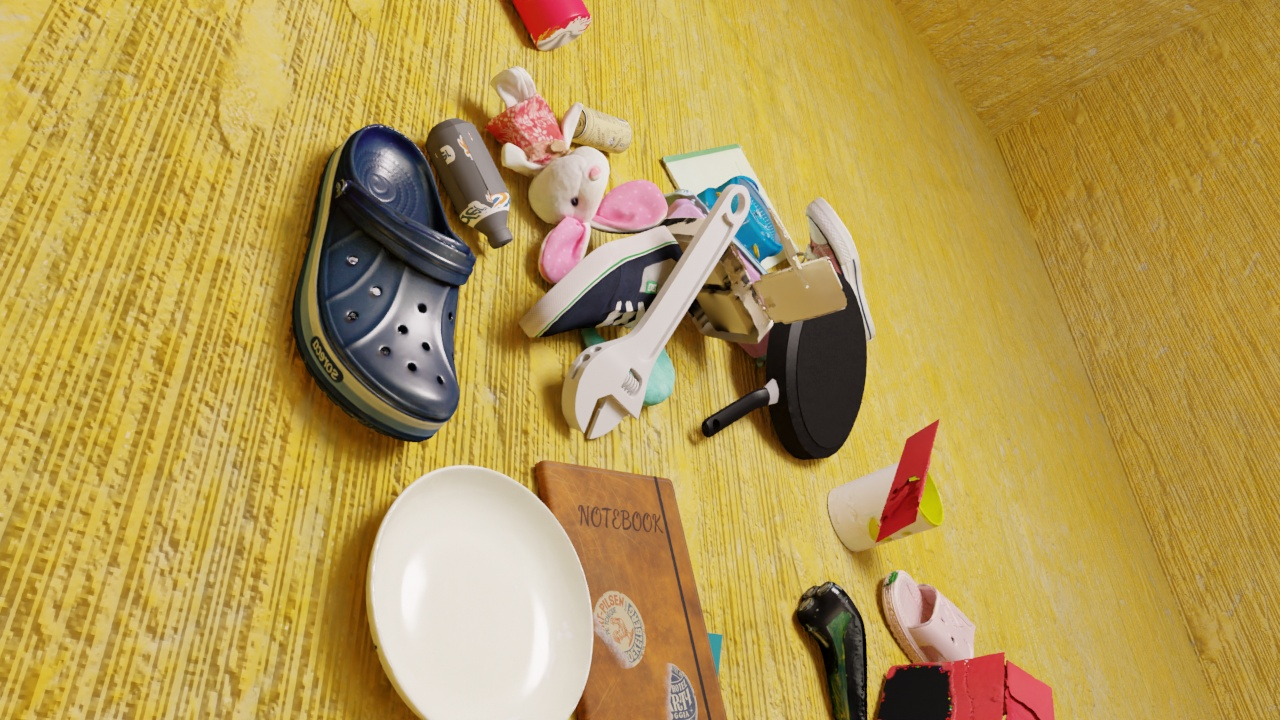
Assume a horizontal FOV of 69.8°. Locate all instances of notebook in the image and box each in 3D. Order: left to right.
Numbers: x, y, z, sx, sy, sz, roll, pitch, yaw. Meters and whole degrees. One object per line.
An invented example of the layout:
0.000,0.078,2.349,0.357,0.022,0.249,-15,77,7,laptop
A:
0.003,0.206,0.725,0.178,0.014,0.249,16,53,-49,notebook
0.125,-0.200,1.214,0.182,0.010,0.251,61,32,0,notebook

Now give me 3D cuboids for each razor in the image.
0.191,0.295,0.901,0.067,0.054,0.151,4,68,-22,razor

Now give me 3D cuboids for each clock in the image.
0.127,-0.171,1.123,0.117,0.060,0.161,56,25,-4,clock

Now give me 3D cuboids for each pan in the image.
0.174,0.022,1.022,0.355,0.034,0.225,-25,112,-51,pan

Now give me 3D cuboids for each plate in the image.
-0.105,0.158,0.590,0.182,0.034,0.182,34,41,-36,plate

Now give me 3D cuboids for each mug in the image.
0.284,0.169,1.065,0.082,0.106,0.082,34,42,-36,mug

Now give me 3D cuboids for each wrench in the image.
0.019,-0.052,0.799,0.272,0.018,0.086,-58,137,-15,wrench

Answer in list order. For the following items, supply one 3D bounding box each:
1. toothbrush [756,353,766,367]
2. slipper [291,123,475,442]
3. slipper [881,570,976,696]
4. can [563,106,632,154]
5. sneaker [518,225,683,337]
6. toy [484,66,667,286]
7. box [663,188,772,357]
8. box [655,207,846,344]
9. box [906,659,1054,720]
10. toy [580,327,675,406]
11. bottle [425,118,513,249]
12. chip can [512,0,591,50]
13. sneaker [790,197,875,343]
0.163,-0.046,1.146,0.016,0.017,0.180,50,35,-20,toothbrush
-0.167,-0.071,0.626,0.105,0.095,0.252,25,43,-47,slipper
0.370,0.343,1.093,0.239,0.065,0.094,57,32,-11,slipper
-0.046,-0.246,0.980,0.079,0.038,0.038,-1,67,-55,can
-0.016,-0.056,0.820,0.079,0.084,0.234,53,35,3,sneaker
-0.074,-0.179,0.850,0.158,0.084,0.194,-34,96,-30,toy
0.092,-0.103,1.034,0.214,0.077,0.096,42,36,-28,box
0.112,-0.088,0.919,0.068,0.192,0.143,-47,124,-23,box
0.407,0.462,0.883,0.325,0.153,0.213,35,29,6,box
-0.005,0.005,0.854,0.105,0.033,0.085,0,57,-52,toy
-0.139,-0.146,0.764,0.046,0.047,0.112,-23,86,-58,bottle
-0.133,-0.447,0.984,0.069,0.069,0.220,-27,89,-58,chip can
0.252,-0.109,1.255,0.118,0.088,0.241,-111,177,-56,sneaker
